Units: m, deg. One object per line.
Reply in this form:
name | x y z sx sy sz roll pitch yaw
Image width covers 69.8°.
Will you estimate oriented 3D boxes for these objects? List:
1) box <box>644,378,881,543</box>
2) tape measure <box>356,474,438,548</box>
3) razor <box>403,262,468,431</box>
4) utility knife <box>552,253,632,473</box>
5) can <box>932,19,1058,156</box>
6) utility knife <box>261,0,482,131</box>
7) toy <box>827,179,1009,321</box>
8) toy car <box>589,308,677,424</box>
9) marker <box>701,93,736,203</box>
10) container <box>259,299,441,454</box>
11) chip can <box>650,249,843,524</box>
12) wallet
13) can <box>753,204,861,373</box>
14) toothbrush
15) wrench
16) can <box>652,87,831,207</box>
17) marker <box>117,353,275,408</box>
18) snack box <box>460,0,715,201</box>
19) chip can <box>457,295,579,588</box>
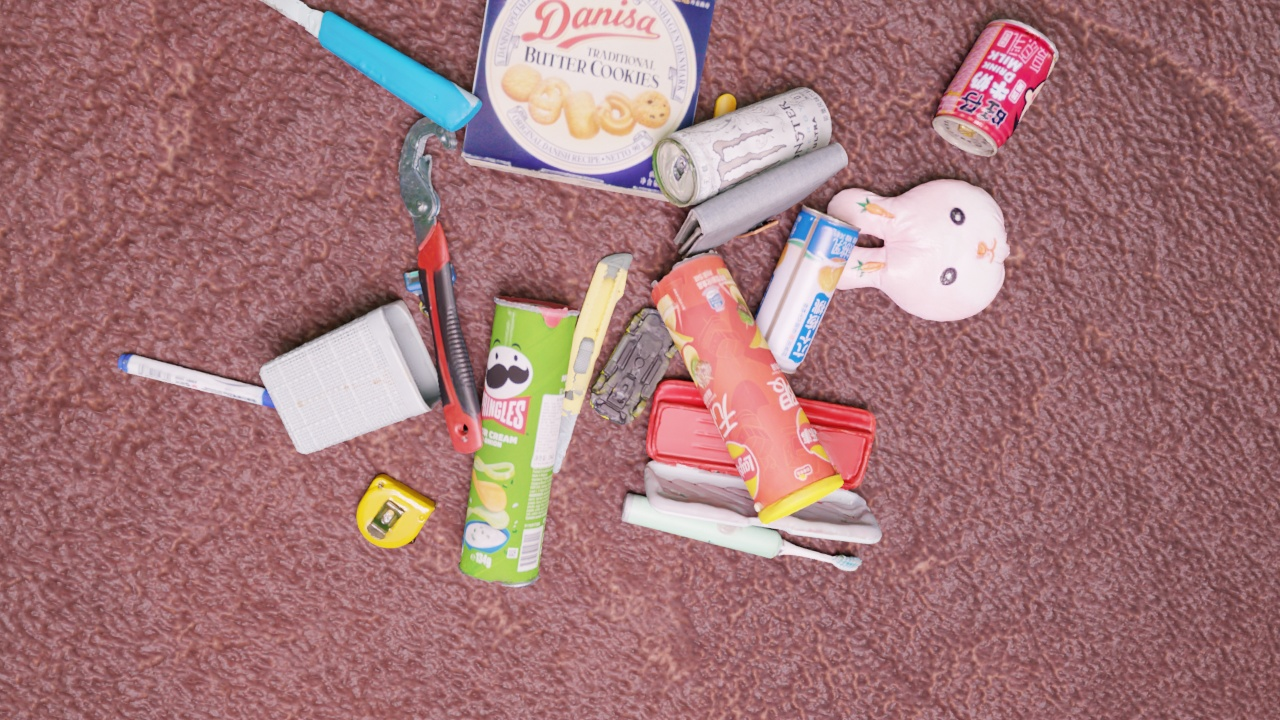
box | 0.107 0.086 0.778 0.201 0.100 0.110 9 100 -7
tape measure | -0.214 0.133 0.789 0.060 0.029 0.057 33 94 -8
razor | -0.161 -0.009 0.778 0.043 0.022 0.143 -13 96 2
utility knife | -0.050 0.001 0.798 0.031 0.021 0.201 18 100 -2
can | 0.296 -0.227 0.772 0.066 0.066 0.094 31 93 -9
utility knife | -0.230 -0.251 0.724 0.234 0.018 0.034 33 101 4
toy | 0.238 -0.096 0.793 0.159 0.054 0.121 5 96 2
toy car | -0.005 0.005 0.792 0.048 0.032 0.105 31 82 -8
marker | 0.065 -0.164 0.785 0.018 0.015 0.124 6 99 -12
container | -0.233 0.014 0.743 0.111 0.090 0.090 -22 98 1
chip can | 0.083 0.020 0.740 0.073 0.073 0.216 -25 72 -2
wallet | 0.095 -0.124 0.744 0.129 0.107 0.037 -27 87 -9
can | 0.135 -0.059 0.777 0.053 0.053 0.135 20 104 -8
toothbrush | 0.091 0.158 0.822 0.224 0.027 0.026 16 58 -7
wrench | -0.160 -0.060 0.746 0.056 0.016 0.273 -6 91 27
can | 0.083 -0.172 0.737 0.146 0.058 0.058 -26 100 -26
marker | -0.359 0.019 0.766 0.145 0.017 0.017 15 96 -7
snack box | -0.043 -0.236 0.749 0.178 0.046 0.182 9 97 -7
chip can | -0.102 0.067 0.769 0.072 0.072 0.236 8 97 -7
